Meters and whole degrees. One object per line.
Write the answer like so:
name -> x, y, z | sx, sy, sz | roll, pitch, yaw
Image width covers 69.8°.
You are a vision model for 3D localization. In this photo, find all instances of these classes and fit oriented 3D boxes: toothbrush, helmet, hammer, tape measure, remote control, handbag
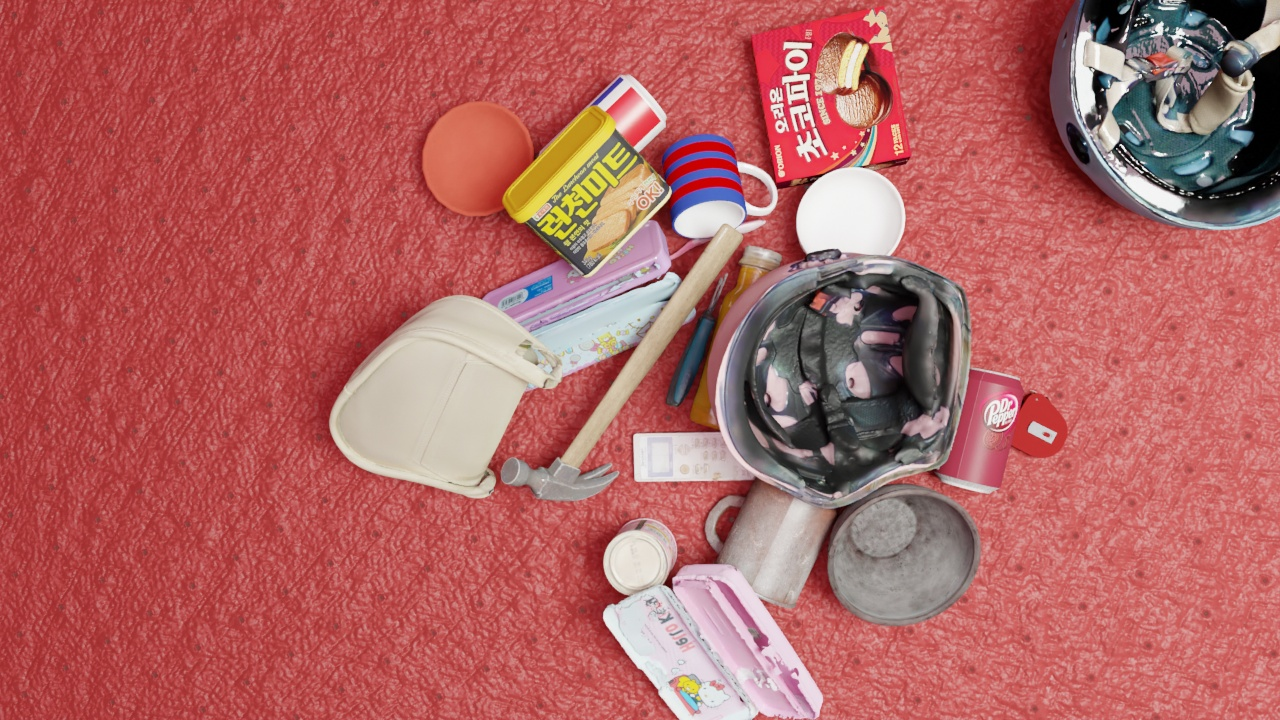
toothbrush -> 0.065, -0.124, 0.955 | 0.135, 0.021, 0.016 | -20, 97, 10
helmet -> 0.488, -0.239, 0.820 | 0.226, 0.166, 0.265 | -17, 85, 10
hammer -> -0.005, 0.005, 0.912 | 0.331, 0.119, 0.031 | -56, 44, 8
tape measure -> 0.394, 0.066, 0.904 | 0.051, 0.019, 0.059 | 28, 93, 8
remote control -> 0.060, 0.100, 0.956 | 0.136, 0.011, 0.050 | -2, 89, 8
helmet -> 0.169, 0.002, 0.853 | 0.255, 0.152, 0.230 | -14, 113, -15
handbag -> -0.189, 0.025, 0.932 | 0.184, 0.131, 0.230 | 32, 129, -2

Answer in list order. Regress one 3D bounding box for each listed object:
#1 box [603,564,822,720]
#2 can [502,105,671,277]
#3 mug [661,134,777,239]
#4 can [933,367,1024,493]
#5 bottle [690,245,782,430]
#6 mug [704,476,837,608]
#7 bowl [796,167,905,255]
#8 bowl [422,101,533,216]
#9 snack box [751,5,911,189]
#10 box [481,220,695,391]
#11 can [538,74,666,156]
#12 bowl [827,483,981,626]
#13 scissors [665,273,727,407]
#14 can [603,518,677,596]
box -> 0.075, 0.285, 0.900 | 0.156, 0.058, 0.201 | -20, 115, 29
can -> -0.050, -0.161, 0.892 | 0.131, 0.072, 0.101 | -44, 123, 6
mug -> 0.081, -0.174, 0.921 | 0.112, 0.075, 0.076 | -4, 68, -11
can -> 0.328, 0.068, 0.891 | 0.063, 0.063, 0.114 | 13, 91, 8
bottle -> 0.099, -0.022, 0.930 | 0.053, 0.053, 0.186 | 16, 92, 8
mug -> 0.122, 0.170, 0.915 | 0.123, 0.096, 0.110 | 27, 87, 33
bowl -> 0.208, -0.136, 0.917 | 0.105, 0.054, 0.105 | 0, 89, 10
bowl -> -0.169, -0.212, 0.982 | 0.122, 0.035, 0.122 | 0, 89, 8
snack box -> 0.191, -0.264, 0.930 | 0.133, 0.036, 0.152 | -10, 88, 8
box -> -0.054, -0.051, 0.958 | 0.214, 0.089, 0.092 | -23, 130, 12
can -> -0.041, -0.226, 0.946 | 0.132, 0.070, 0.070 | -43, 84, 5
bowl -> 0.245, 0.177, 0.888 | 0.145, 0.067, 0.145 | -1, 108, -3
scissors -> 0.056, -0.011, 0.936 | 0.019, 0.121, 0.150 | 22, 51, -5
can -> 0.001, 0.198, 0.930 | 0.067, 0.076, 0.067 | 0, 89, 8
